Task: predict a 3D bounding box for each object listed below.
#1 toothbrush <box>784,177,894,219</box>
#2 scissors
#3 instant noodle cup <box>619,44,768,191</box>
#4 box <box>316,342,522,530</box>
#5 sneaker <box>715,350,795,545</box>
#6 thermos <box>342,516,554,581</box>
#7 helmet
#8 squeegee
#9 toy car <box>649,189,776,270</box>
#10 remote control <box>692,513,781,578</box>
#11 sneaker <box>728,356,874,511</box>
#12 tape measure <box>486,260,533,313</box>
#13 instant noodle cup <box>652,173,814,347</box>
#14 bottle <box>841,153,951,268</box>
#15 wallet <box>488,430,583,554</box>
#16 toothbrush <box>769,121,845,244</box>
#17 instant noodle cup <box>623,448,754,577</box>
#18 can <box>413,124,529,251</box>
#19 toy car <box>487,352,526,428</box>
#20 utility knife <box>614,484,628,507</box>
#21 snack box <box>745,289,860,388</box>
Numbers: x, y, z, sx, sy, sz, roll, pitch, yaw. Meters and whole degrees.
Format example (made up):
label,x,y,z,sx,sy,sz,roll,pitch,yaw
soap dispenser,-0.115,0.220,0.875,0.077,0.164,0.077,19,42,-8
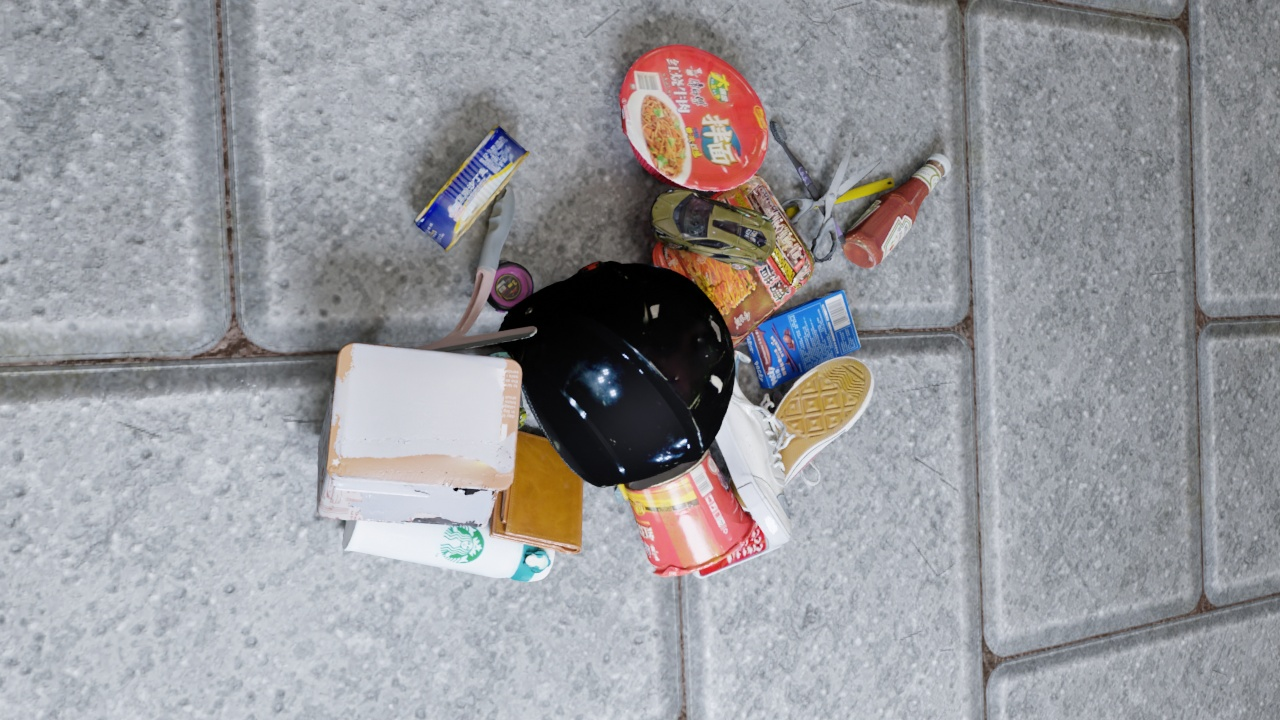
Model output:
label,x,y,z,sx,sy,sz,roll,pitch,yaw
toothbrush,0.270,-0.220,1.247,0.189,0.017,0.016,-20,97,-24
scissors,0.247,-0.210,1.206,0.175,0.014,0.159,-9,93,-14
instant noodle cup,0.055,-0.279,1.105,0.193,0.066,0.193,7,72,-22
box,-0.220,0.062,0.912,0.182,0.153,0.181,9,118,-24
sneaker,0.140,0.099,1.107,0.091,0.089,0.242,-26,74,6
thermos,-0.203,0.196,1.002,0.224,0.073,0.073,17,83,-23
helmet,-0.006,0.006,1.003,0.233,0.231,0.273,57,41,-28
squeegee,-0.174,-0.094,0.996,0.040,0.248,0.249,49,44,-41
toy car,0.085,-0.153,1.065,0.158,0.042,0.070,12,80,-20
remote control,0.122,0.234,1.178,0.135,0.020,0.056,-15,96,-23
sneaker,0.204,0.094,1.178,0.118,0.088,0.241,41,94,12
tape measure,-0.152,-0.083,1.043,0.058,0.039,0.057,29,79,-17
instant noodle cup,0.108,-0.121,1.138,0.188,0.079,0.164,-41,105,-20
bottle,0.357,-0.210,1.262,0.205,0.060,0.060,-46,107,-19
wallet,-0.119,0.144,1.032,0.119,0.035,0.130,15,51,-19
toothbrush,0.223,-0.235,1.211,0.014,0.017,0.189,-33,95,-15
instant noodle cup,0.052,0.169,1.079,0.137,0.138,0.108,-29,103,-22
can,-0.185,-0.190,1.008,0.049,0.075,0.148,40,75,-16
toy car,-0.157,0.036,1.042,0.043,0.036,0.091,-10,93,-25
utility knife,0.020,0.112,1.133,0.033,0.015,0.164,43,74,-16
snack box,0.215,-0.029,1.215,0.157,0.026,0.084,-22,99,-23
